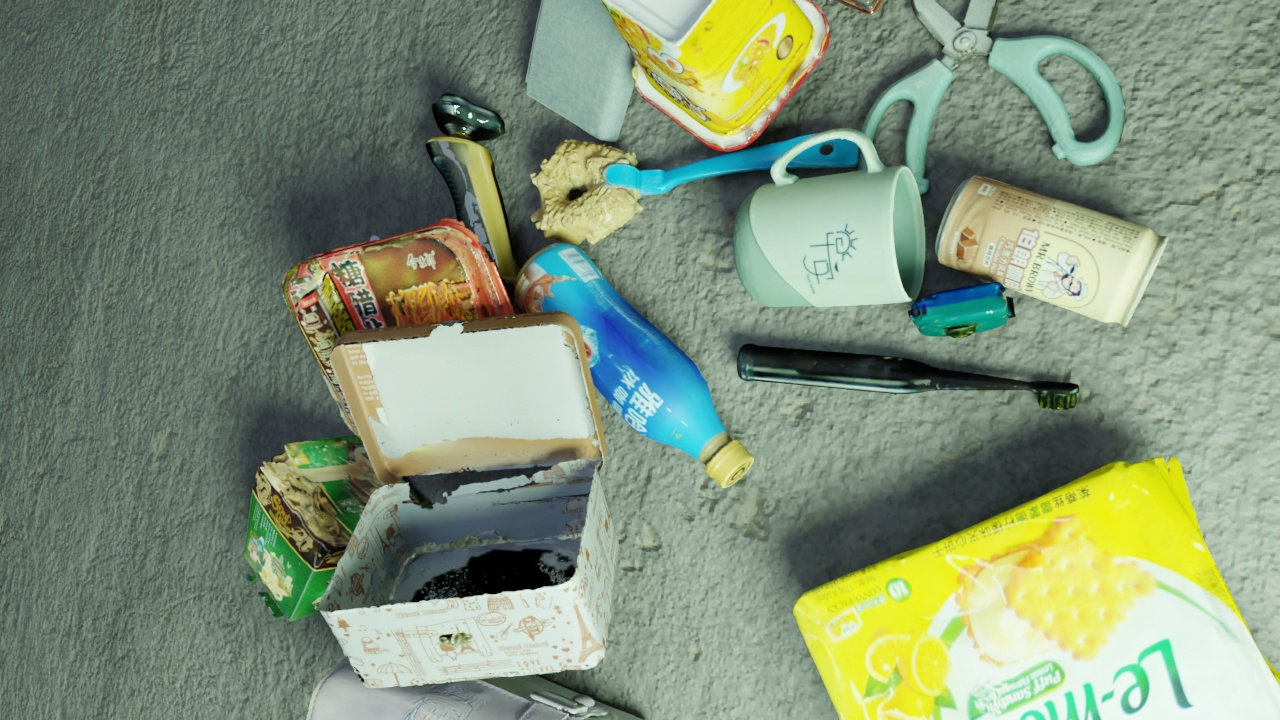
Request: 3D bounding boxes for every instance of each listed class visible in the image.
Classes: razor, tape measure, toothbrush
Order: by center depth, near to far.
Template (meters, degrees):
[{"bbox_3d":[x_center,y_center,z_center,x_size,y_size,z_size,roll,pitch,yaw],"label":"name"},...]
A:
[{"bbox_3d":[0.198,-0.028,0.565,0.058,0.054,0.025,-9,77,26],"label":"tape measure"},{"bbox_3d":[0.167,0.011,0.594,0.213,0.026,0.027,6,122,26],"label":"toothbrush"},{"bbox_3d":[-0.128,-0.135,0.746,0.067,0.062,0.167,-16,81,-8],"label":"razor"}]

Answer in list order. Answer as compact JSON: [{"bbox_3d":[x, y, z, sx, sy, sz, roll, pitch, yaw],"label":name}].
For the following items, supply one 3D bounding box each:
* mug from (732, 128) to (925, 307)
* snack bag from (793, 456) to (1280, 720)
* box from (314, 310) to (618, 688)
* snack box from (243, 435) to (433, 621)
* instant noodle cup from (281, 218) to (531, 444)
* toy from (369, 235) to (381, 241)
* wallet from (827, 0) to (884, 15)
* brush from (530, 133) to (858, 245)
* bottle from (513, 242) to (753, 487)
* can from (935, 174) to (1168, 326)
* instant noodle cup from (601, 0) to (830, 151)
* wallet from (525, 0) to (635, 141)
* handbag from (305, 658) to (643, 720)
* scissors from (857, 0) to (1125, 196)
[{"bbox_3d":[0.118,-0.089,0.587,0.106,0.082,0.112,0,111,31],"label":"mug"},{"bbox_3d":[0.218,0.169,0.527,0.247,0.068,0.158,-29,72,21],"label":"snack bag"},{"bbox_3d":[-0.118,0.094,0.612,0.181,0.157,0.198,-5,121,10],"label":"box"},{"bbox_3d":[-0.254,0.140,0.750,0.118,0.117,0.106,43,115,26],"label":"snack box"},{"bbox_3d":[-0.164,-0.024,0.706,0.189,0.078,0.164,-9,113,25],"label":"instant noodle cup"},{"bbox_3d":[-0.186,-0.058,0.769,0.108,0.038,0.084,9,103,22],"label":"toy"},{"bbox_3d":[0.131,-0.300,0.619,0.124,0.032,0.101,35,98,26],"label":"wallet"},{"bbox_3d":[0.029,-0.134,0.666,0.255,0.046,0.083,-4,75,25],"label":"brush"},{"bbox_3d":[-0.004,0.004,0.657,0.218,0.065,0.065,46,104,22],"label":"bottle"},{"bbox_3d":[0.241,-0.067,0.546,0.116,0.058,0.058,26,96,27],"label":"can"},{"bbox_3d":[0.043,-0.218,0.591,0.116,0.123,0.116,43,98,24],"label":"instant noodle cup"},{"bbox_3d":[-0.038,-0.249,0.701,0.106,0.036,0.130,37,125,26],"label":"wallet"},{"bbox_3d":[-0.112,0.264,0.638,0.197,0.144,0.098,11,92,27],"label":"handbag"},{"bbox_3d":[0.227,-0.166,0.587,0.181,0.019,0.170,23,94,28],"label":"scissors"}]
